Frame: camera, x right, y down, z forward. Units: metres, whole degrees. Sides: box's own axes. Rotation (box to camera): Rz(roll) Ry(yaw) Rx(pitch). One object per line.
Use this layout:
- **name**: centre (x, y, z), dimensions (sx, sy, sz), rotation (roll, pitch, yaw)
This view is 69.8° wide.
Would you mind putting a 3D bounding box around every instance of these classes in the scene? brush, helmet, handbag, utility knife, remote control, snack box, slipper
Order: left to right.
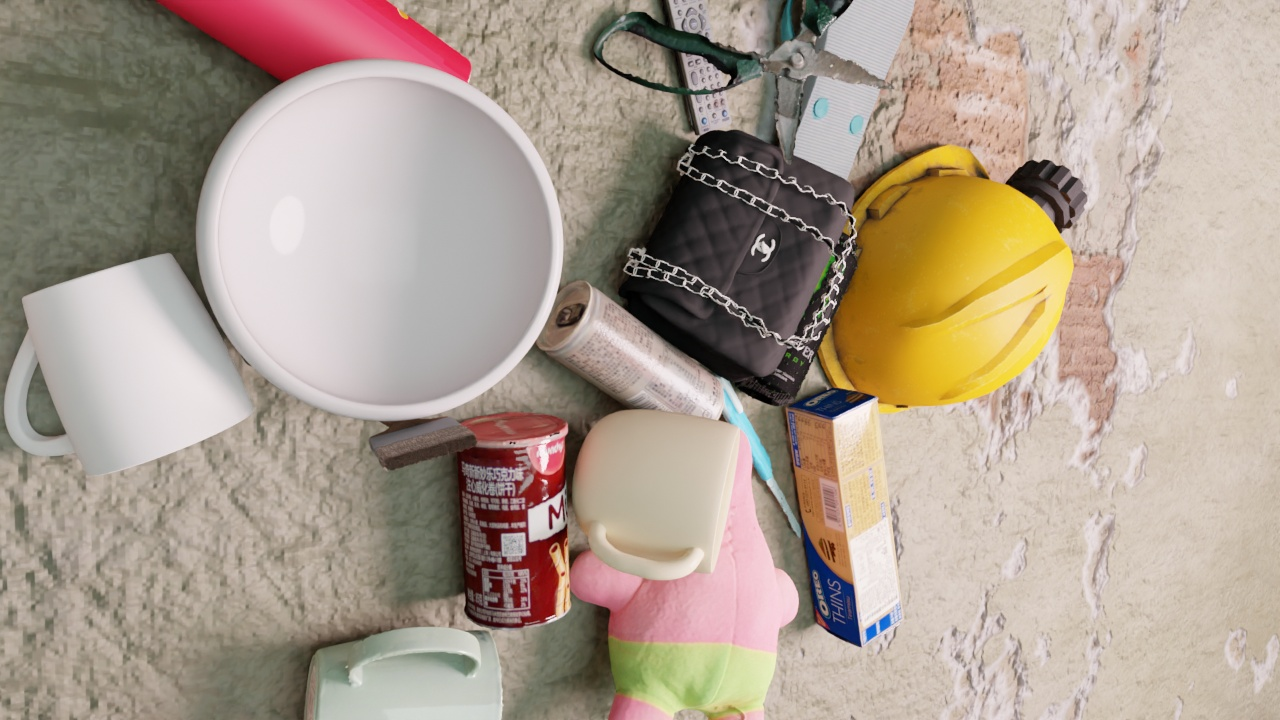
- **brush**: centre (-0.127, 0.033, 0.494), dimensions (0.045, 0.143, 0.008), rotation (-15, 104, -22)
- **snack box**: centre (-0.079, 0.099, 0.579), dimensions (0.072, 0.072, 0.121), rotation (-8, 102, -32)
- **remote control**: centre (0.035, -0.227, 0.636), dimensions (0.033, 0.013, 0.136), rotation (-26, 111, -27)
- **handbag**: centre (0.066, -0.076, 0.617), dimensions (0.125, 0.115, 0.153), rotation (28, 83, -8)
- **utility knife**: centre (0.094, 0.080, 0.721), dimensions (0.176, 0.015, 0.022), rotation (60, 38, -25)
- **slipper**: centre (0.151, -0.240, 0.696), dimensions (0.098, 0.055, 0.269), rotation (2, 107, -36)
- **snack box**: centre (0.168, 0.128, 0.753), dimensions (0.056, 0.057, 0.207), rotation (-21, 109, -30)
- **helmet**: centre (0.273, -0.060, 0.748), dimensions (0.255, 0.131, 0.205), rotation (-45, 119, -18)

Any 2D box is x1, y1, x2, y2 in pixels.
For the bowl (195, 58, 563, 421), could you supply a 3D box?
- **bowl**: centre (-0.132, -0.060, 0.475), dimensions (0.176, 0.066, 0.176), rotation (-4, 100, -25)

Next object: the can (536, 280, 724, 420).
- **can**: centre (-0.004, 0.004, 0.623), dimensions (0.135, 0.054, 0.054), rotation (35, 78, -31)

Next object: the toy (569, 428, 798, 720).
- **toy**: centre (0.042, 0.160, 0.662), dimensions (0.192, 0.097, 0.236), rotation (15, 75, -24)

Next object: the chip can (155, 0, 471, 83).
- **chip can**: centre (-0.194, -0.188, 0.461), dimensions (0.220, 0.069, 0.069), rotation (30, 81, -33)

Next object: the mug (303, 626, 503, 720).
- **mug**: centre (-0.138, 0.193, 0.539), dimensions (0.104, 0.084, 0.112), rotation (8, 130, -23)

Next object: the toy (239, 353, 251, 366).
- **toy**: centre (-0.169, -0.033, 0.521), dimensions (0.122, 0.038, 0.079), rotation (3, 88, -31)

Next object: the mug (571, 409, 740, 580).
- **mug**: centre (0.004, 0.088, 0.589), dimensions (0.119, 0.100, 0.096), rotation (-68, 164, -48)

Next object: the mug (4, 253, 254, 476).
- **mug**: centre (-0.263, 0.005, 0.451), dimensions (0.114, 0.081, 0.088), rotation (-18, 102, 3)

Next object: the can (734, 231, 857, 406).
- **can**: centre (0.118, -0.034, 0.696), dimensions (0.054, 0.054, 0.137), rotation (32, 80, -32)

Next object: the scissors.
- **scissors**: centre (0.073, -0.231, 0.609), dimensions (0.203, 0.015, 0.201), rotation (7, 82, -2)
